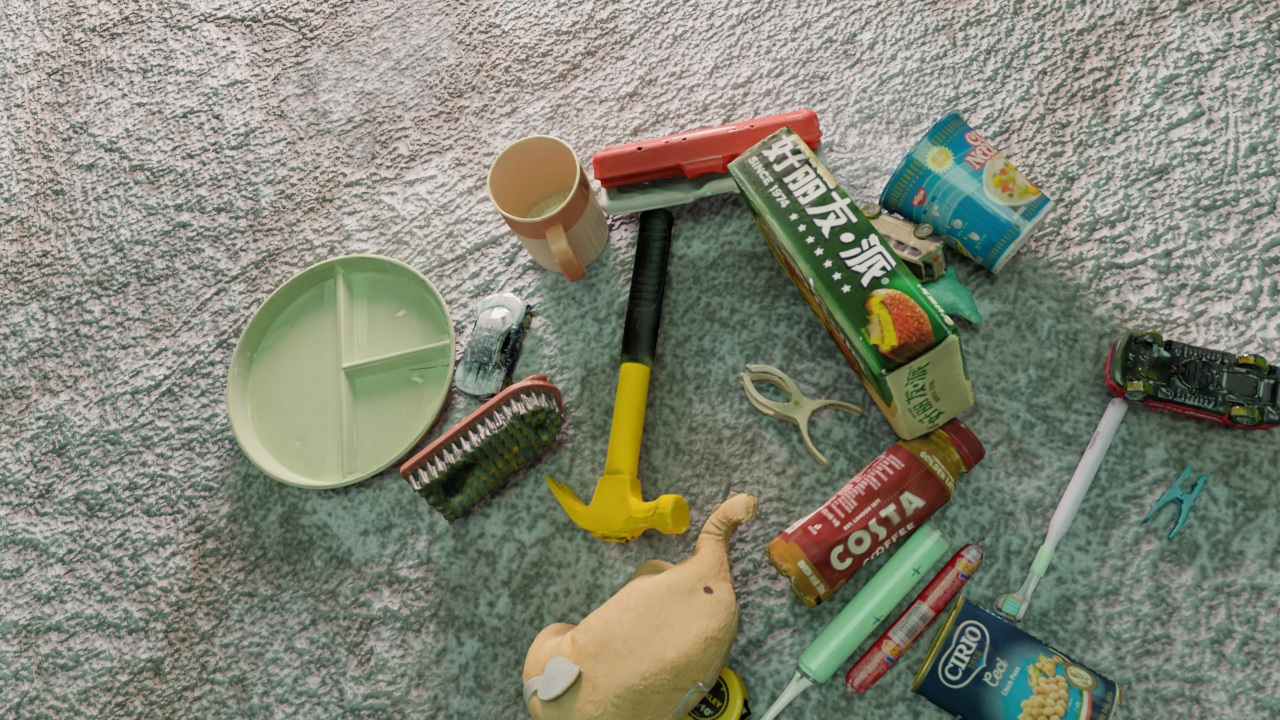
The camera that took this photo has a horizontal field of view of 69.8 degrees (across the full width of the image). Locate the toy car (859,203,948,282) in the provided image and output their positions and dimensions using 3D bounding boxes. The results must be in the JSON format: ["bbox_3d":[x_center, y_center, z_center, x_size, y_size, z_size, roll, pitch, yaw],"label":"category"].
[{"bbox_3d":[0.206,-0.095,0.745,0.035,0.042,0.090,-42,48,-14],"label":"toy car"}]

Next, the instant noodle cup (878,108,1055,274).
[{"bbox_3d":[0.266,-0.130,0.741,0.110,0.099,0.099,42,83,16],"label":"instant noodle cup"}]

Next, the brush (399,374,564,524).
[{"bbox_3d":[-0.128,0.066,0.775,0.146,0.063,0.069,-38,33,0],"label":"brush"}]

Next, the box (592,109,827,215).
[{"bbox_3d":[0.062,-0.173,0.818,0.201,0.090,0.068,-9,107,9],"label":"box"}]

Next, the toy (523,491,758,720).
[{"bbox_3d":[0.014,0.194,0.668,0.226,0.082,0.143,-38,37,-2],"label":"toy"}]

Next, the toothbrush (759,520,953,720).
[{"bbox_3d":[0.146,0.205,0.673,0.224,0.027,0.026,-45,34,-6],"label":"toothbrush"}]

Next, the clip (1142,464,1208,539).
[{"bbox_3d":[0.388,0.101,0.661,0.041,0.014,0.056,37,83,23],"label":"clip"}]

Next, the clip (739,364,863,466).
[{"bbox_3d":[0.121,0.040,0.741,0.098,0.034,0.064,35,80,14],"label":"clip"}]

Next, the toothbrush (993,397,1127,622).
[{"bbox_3d":[0.312,0.106,0.675,0.021,0.029,0.189,37,77,-18],"label":"toothbrush"}]

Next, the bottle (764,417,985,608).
[{"bbox_3d":[0.177,0.110,0.684,0.175,0.057,0.057,-38,66,-2],"label":"bottle"}]

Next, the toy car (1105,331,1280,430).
[{"bbox_3d":[0.403,0.017,0.671,0.120,0.045,0.052,17,72,14],"label":"toy car"}]

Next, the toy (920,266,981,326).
[{"bbox_3d":[0.218,-0.053,0.753,0.092,0.030,0.096,-21,57,3],"label":"toy"}]

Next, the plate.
[{"bbox_3d":[-0.275,0.009,0.851,0.230,0.027,0.229,-5,68,12],"label":"plate"}]

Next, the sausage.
[{"bbox_3d":[0.202,0.188,0.670,0.155,0.020,0.020,-45,66,-6],"label":"sausage"}]

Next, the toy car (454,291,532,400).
[{"bbox_3d":[-0.132,-0.016,0.823,0.049,0.031,0.105,10,72,16],"label":"toy car"}]

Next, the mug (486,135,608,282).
[{"bbox_3d":[-0.073,-0.122,0.808,0.082,0.106,0.114,-23,66,4],"label":"mug"}]

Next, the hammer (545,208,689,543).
[{"bbox_3d":[-0.005,0.004,0.769,0.129,0.033,0.300,-9,61,33],"label":"hammer"}]

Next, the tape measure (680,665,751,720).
[{"bbox_3d":[0.052,0.252,0.676,0.060,0.029,0.057,29,78,34],"label":"tape measure"}]

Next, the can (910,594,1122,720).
[{"bbox_3d":[0.250,0.219,0.615,0.111,0.075,0.075,28,78,21],"label":"can"}]

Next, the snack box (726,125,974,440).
[{"bbox_3d":[0.157,-0.063,0.699,0.063,0.114,0.240,-32,54,7],"label":"snack box"}]
